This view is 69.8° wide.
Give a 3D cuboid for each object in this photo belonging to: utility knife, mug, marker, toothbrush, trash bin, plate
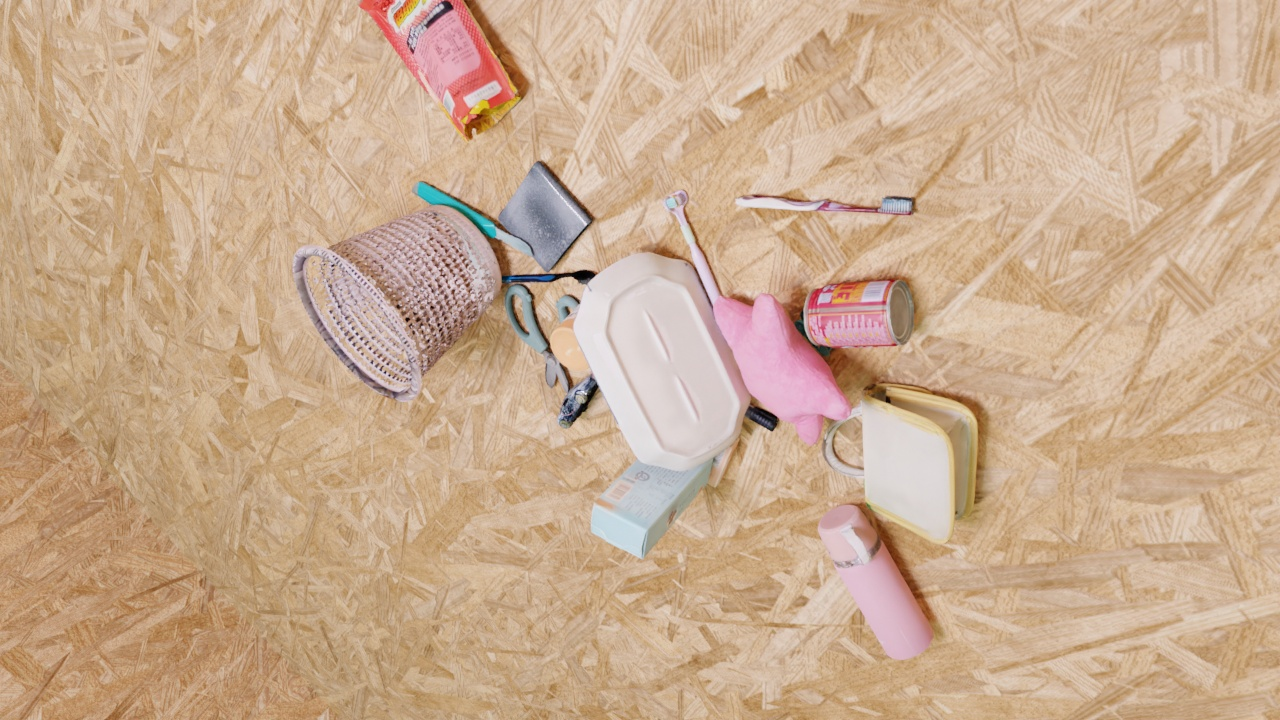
[{"bbox_3d":[-0.220,-0.184,1.188,0.209,0.013,0.029,31,138,20],"label":"utility knife"},{"bbox_3d":[-0.049,-0.043,1.091,0.078,0.122,0.078,20,131,25],"label":"mug"},{"bbox_3d":[0.109,0.047,1.117,0.131,0.018,0.023,31,110,15],"label":"marker"},{"bbox_3d":[0.073,-0.101,1.032,0.189,0.029,0.021,65,174,-22],"label":"toothbrush"},{"bbox_3d":[-0.294,-0.091,1.174,0.227,0.191,0.228,30,143,26],"label":"trash bin"},{"bbox_3d":[-0.130,-0.105,1.187,0.190,0.014,0.016,2,147,37],"label":"toothbrush"},{"bbox_3d":[0.033,0.007,1.046,0.266,0.162,0.034,65,169,-17],"label":"plate"},{"bbox_3d":[0.178,-0.157,0.912,0.188,0.016,0.017,10,119,32],"label":"toothbrush"}]

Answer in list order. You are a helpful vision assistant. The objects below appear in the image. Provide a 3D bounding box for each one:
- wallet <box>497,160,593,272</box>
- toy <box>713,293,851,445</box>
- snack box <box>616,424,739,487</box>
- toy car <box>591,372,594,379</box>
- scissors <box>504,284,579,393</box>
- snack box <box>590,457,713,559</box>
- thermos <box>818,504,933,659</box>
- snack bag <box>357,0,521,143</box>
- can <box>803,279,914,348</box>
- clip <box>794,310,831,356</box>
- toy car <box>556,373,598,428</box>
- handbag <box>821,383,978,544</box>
[{"bbox_3d":[-0.119,-0.174,1.124,0.097,0.019,0.121,48,138,-1],"label":"wallet"},{"bbox_3d":[0.145,0.004,1.005,0.194,0.074,0.179,54,163,8],"label":"toy"},{"bbox_3d":[0.046,0.093,1.191,0.157,0.026,0.085,31,135,15],"label":"snack box"},{"bbox_3d":[-0.007,0.007,1.147,0.121,0.052,0.045,0,106,35],"label":"toy car"},{"bbox_3d":[-0.134,-0.033,1.240,0.169,0.019,0.178,29,135,15],"label":"scissors"},{"bbox_3d":[0.017,0.161,1.118,0.074,0.174,0.052,24,128,22],"label":"snack box"},{"bbox_3d":[0.285,0.269,1.104,0.067,0.087,0.198,-30,105,0],"label":"thermos"},{"bbox_3d":[-0.227,-0.359,1.037,0.129,0.073,0.208,-32,94,42],"label":"snack bag"},{"bbox_3d":[0.220,-0.046,0.926,0.094,0.066,0.066,-1,120,37],"label":"can"},{"bbox_3d":[0.189,-0.029,0.998,0.015,0.048,0.057,-26,108,44],"label":"clip"},{"bbox_3d":[-0.084,0.052,1.243,0.031,0.048,0.106,38,136,3],"label":"toy car"},{"bbox_3d":[0.278,0.098,1.008,0.179,0.063,0.163,22,134,43],"label":"handbag"}]
